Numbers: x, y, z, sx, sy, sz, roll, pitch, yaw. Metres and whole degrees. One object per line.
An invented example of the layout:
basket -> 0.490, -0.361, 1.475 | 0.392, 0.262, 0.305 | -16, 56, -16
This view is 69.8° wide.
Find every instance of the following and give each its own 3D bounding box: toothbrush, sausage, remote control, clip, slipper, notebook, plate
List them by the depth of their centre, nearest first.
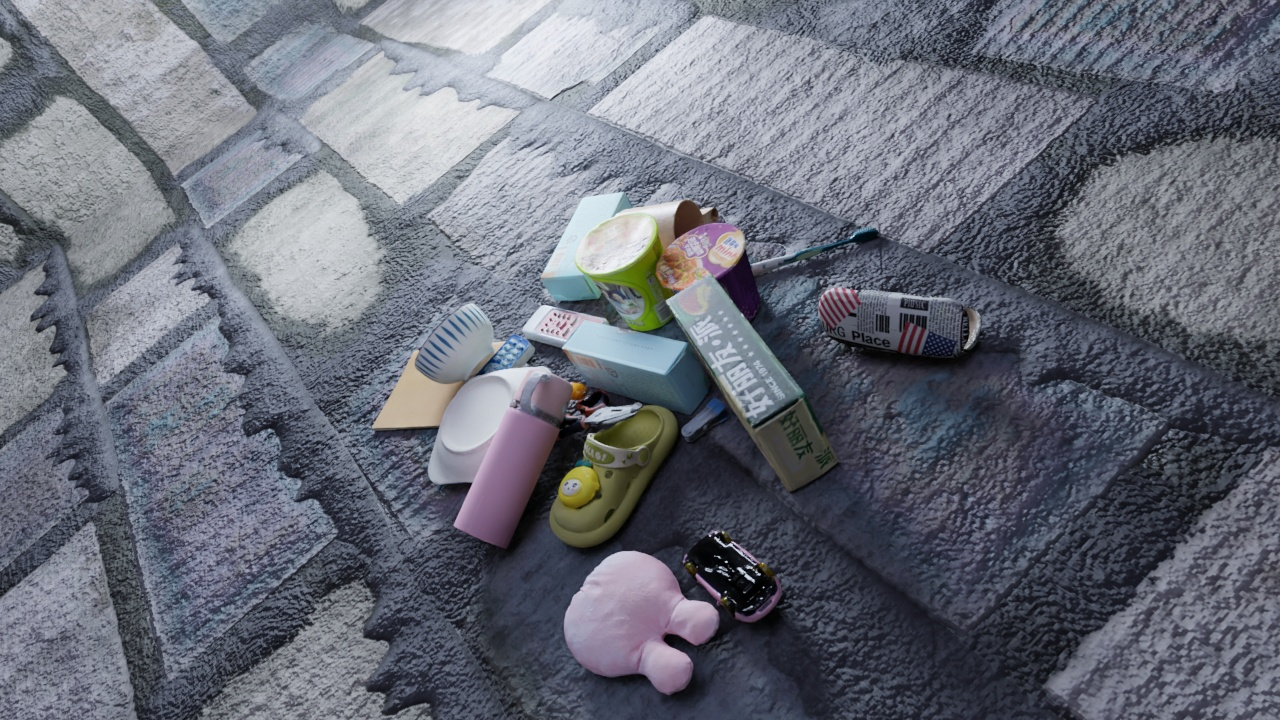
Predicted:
slipper -> -0.037, 0.110, 0.996 | 0.092, 0.081, 0.190 | 15, 57, 44
clip -> 0.071, 0.069, 1.015 | 0.058, 0.038, 0.026 | -38, 42, -7
plate -> -0.193, 0.073, 1.126 | 0.164, 0.034, 0.164 | -8, 53, 31
toothbrush -> 0.198, -0.131, 1.132 | 0.192, 0.016, 0.018 | -16, 33, 19
sausage -> -0.119, 0.037, 1.148 | 0.165, 0.021, 0.021 | 1, 49, 48
remote control -> -0.192, 0.021, 1.212 | 0.124, 0.024, 0.049 | -48, 41, -11
remote control -> -0.102, -0.043, 1.235 | 0.136, 0.020, 0.055 | 15, 60, 41
notebook -> -0.266, 0.034, 1.275 | 0.208, 0.008, 0.147 | -5, 48, 30

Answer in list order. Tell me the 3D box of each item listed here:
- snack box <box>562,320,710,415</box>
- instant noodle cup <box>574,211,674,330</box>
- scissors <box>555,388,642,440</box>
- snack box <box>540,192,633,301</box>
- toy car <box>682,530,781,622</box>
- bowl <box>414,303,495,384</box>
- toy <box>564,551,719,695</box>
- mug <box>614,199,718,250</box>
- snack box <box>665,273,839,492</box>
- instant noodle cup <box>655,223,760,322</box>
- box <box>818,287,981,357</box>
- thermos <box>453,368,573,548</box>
snack box -> -0.006, 0.006, 1.081 | 0.175, 0.074, 0.051 | 14, 59, 41
instant noodle cup -> -0.007, -0.105, 1.155 | 0.112, 0.123, 0.111 | -17, 44, 16
scissors -> -0.041, 0.054, 1.032 | 0.209, 0.015, 0.184 | -30, 13, 30
snack box -> -0.071, -0.163, 1.310 | 0.074, 0.051, 0.174 | 0, 51, 31
toy car -> 0.087, 0.203, 0.858 | 0.056, 0.037, 0.122 | -39, 28, -11
bowl -> -0.238, -0.012, 1.227 | 0.066, 0.117, 0.116 | 40, 73, 5
toy -> -0.001, 0.245, 0.856 | 0.160, 0.054, 0.121 | 19, 69, 44
mug -> 0.033, -0.177, 1.244 | 0.104, 0.084, 0.124 | -1, 25, 34
snack box -> 0.112, 0.018, 0.962 | 0.063, 0.114, 0.240 | -32, 39, 2
instant noodle cup -> 0.089, -0.093, 1.099 | 0.112, 0.099, 0.111 | -18, 44, 17
box -> 0.261, -0.044, 0.948 | 0.163, 0.087, 0.076 | 12, 73, 37
thermos -> -0.140, 0.105, 1.021 | 0.067, 0.087, 0.198 | 22, 82, 14
